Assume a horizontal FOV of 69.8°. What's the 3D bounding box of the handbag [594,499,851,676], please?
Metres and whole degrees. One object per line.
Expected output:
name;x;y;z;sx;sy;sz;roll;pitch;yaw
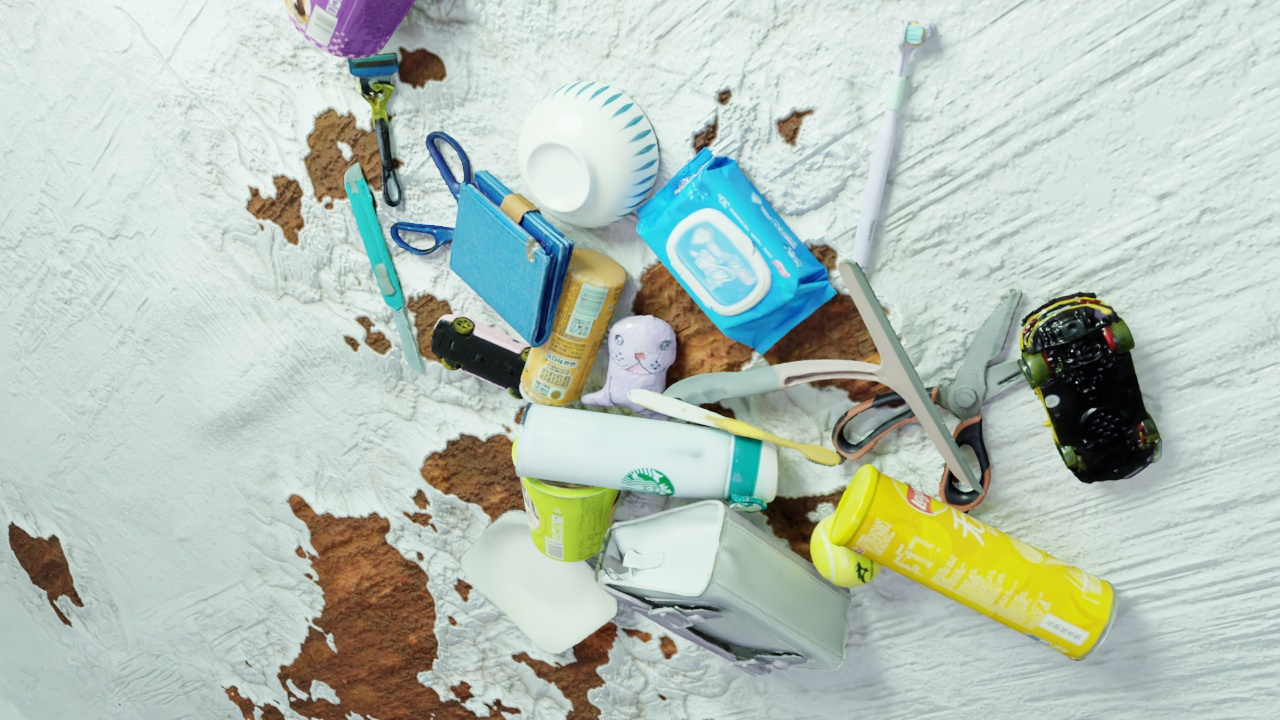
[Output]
handbag;0.074;0.212;0.824;0.145;0.098;0.197;-14;138;45

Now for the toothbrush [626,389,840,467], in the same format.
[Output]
toothbrush;0.076;0.057;0.779;0.191;0.016;0.018;17;154;17

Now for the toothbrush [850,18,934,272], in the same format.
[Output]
toothbrush;0.173;-0.143;0.651;0.021;0.029;0.189;-128;35;-47

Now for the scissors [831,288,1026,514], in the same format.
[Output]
scissors;0.244;0.041;0.725;0.189;0.015;0.227;6;119;25

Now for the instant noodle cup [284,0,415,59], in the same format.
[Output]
instant noodle cup;-0.225;-0.302;0.721;0.111;0.111;0.099;46;138;-3

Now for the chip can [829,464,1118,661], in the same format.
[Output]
chip can;0.262;0.160;0.732;0.213;0.071;0.072;26;127;4

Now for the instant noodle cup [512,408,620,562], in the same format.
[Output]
instant noodle cup;-0.067;0.128;0.890;0.112;0.111;0.124;20;134;16

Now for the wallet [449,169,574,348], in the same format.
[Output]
wallet;-0.114;-0.089;0.787;0.133;0.040;0.107;41;130;31

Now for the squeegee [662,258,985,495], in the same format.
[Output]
squeegee;0.118;0.017;0.742;0.250;0.040;0.248;-6;134;41

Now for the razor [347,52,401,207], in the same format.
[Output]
razor;-0.232;-0.206;0.829;0.042;0.022;0.143;-10;126;-16

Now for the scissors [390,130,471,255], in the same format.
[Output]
scissors;-0.162;-0.129;0.842;0.173;0.012;0.162;7;121;22

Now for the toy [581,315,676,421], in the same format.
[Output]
toy;-0.005;0.005;0.816;0.084;0.038;0.108;11;125;-2

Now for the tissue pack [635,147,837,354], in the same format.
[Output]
tissue pack;0.072;-0.082;0.719;0.157;0.052;0.095;48;128;-5

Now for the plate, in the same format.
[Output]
plate;-0.109;0.239;1.015;0.164;0.034;0.164;44;128;-2

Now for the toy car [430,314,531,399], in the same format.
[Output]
toy car;-0.144;-0.005;0.891;0.122;0.037;0.056;25;125;-2

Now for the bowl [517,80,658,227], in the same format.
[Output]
bowl;-0.051;-0.157;0.731;0.116;0.066;0.117;13;123;21

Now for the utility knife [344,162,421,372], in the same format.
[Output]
utility knife;-0.255;-0.086;0.915;0.029;0.013;0.223;1;118;28

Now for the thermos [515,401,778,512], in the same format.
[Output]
thermos;0.007;0.086;0.800;0.224;0.073;0.073;7;123;3

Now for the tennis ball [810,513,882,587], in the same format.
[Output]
tennis ball;0.180;0.164;0.797;0.065;0.065;0.066;13;123;21

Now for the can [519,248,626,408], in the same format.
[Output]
can;-0.062;-0.025;0.813;0.058;0.058;0.146;30;123;10

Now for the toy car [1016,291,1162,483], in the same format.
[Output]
toy car;0.317;0.024;0.650;0.071;0.041;0.156;-24;117;17
